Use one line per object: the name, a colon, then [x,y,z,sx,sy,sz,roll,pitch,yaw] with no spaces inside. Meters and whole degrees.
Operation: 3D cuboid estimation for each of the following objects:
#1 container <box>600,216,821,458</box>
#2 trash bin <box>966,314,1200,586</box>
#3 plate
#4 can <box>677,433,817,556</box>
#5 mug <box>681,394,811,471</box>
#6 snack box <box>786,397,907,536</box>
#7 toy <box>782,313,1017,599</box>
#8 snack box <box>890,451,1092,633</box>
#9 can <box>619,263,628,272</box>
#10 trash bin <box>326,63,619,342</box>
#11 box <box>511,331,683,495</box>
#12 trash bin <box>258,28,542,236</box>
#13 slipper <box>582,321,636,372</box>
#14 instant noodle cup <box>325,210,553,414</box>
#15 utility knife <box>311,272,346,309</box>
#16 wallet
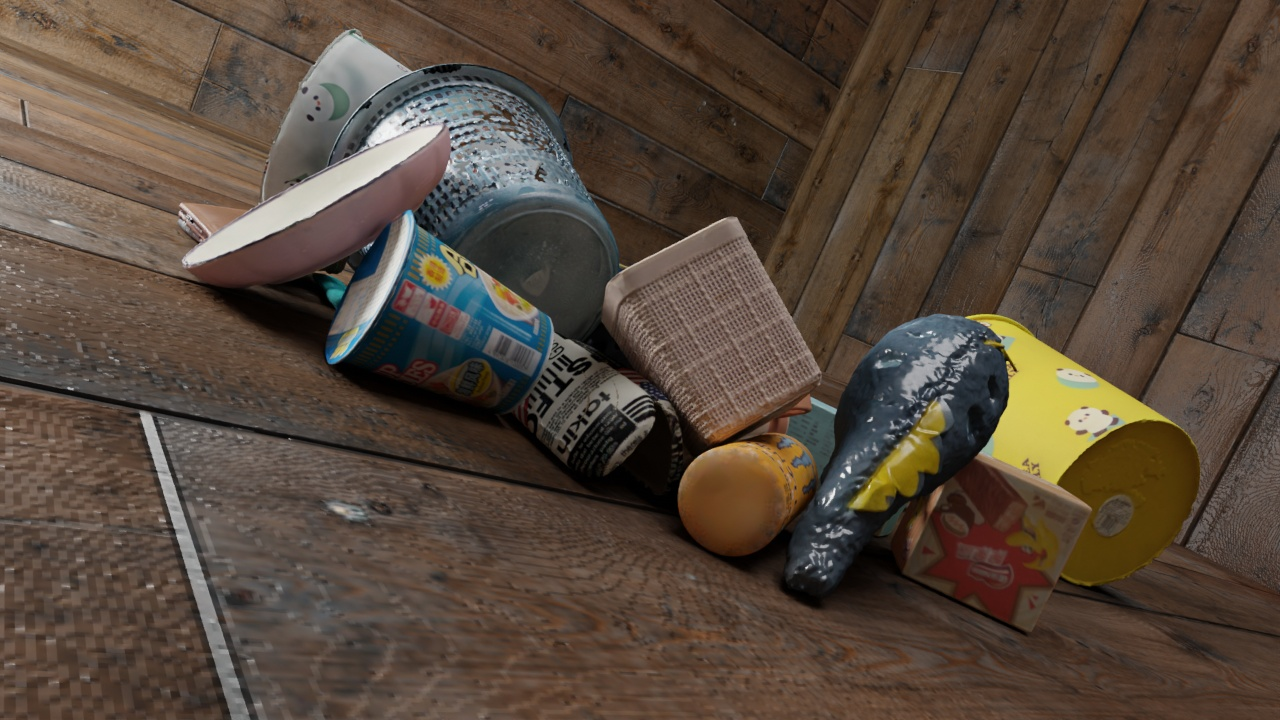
container: [0.043,-0.009,0.555,0.111,0.090,0.090,60,-12,11]
trash bin: [0.427,0.096,0.992,0.229,0.230,0.255,21,13,-24]
plate: [-0.207,-0.098,0.613,0.039,0.192,0.192,63,-12,-24]
can: [0.068,0.075,0.542,0.058,0.058,0.146,26,7,17]
mug: [0.060,0.037,0.647,0.115,0.081,0.105,-12,-11,31]
snack box: [0.140,0.071,0.759,0.175,0.074,0.051,27,6,24]
toy: [0.179,0.034,0.597,0.091,0.138,0.355,34,24,15]
snack box: [0.239,0.118,0.639,0.093,0.094,0.077,25,7,7]
can: [-0.024,-0.040,0.930,0.075,0.111,0.075,21,6,-2]
trash bin: [-0.123,-0.100,0.748,0.226,0.227,0.195,18,21,-40]
box: [-0.024,0.033,0.576,0.086,0.076,0.163,40,-6,-32]
trash bin: [-0.266,-0.213,1.062,0.252,0.229,0.229,28,5,-11]
slipper: [-0.005,0.005,0.783,0.110,0.083,0.269,12,-9,-37]
instant noodle cup: [-0.114,-0.020,0.550,0.110,0.099,0.099,29,3,-29]
utility knife: [-0.222,-0.044,0.682,0.029,0.013,0.174,18,6,-30]
wallet: [-0.300,-0.096,0.724,0.101,0.032,0.125,3,17,-40]
